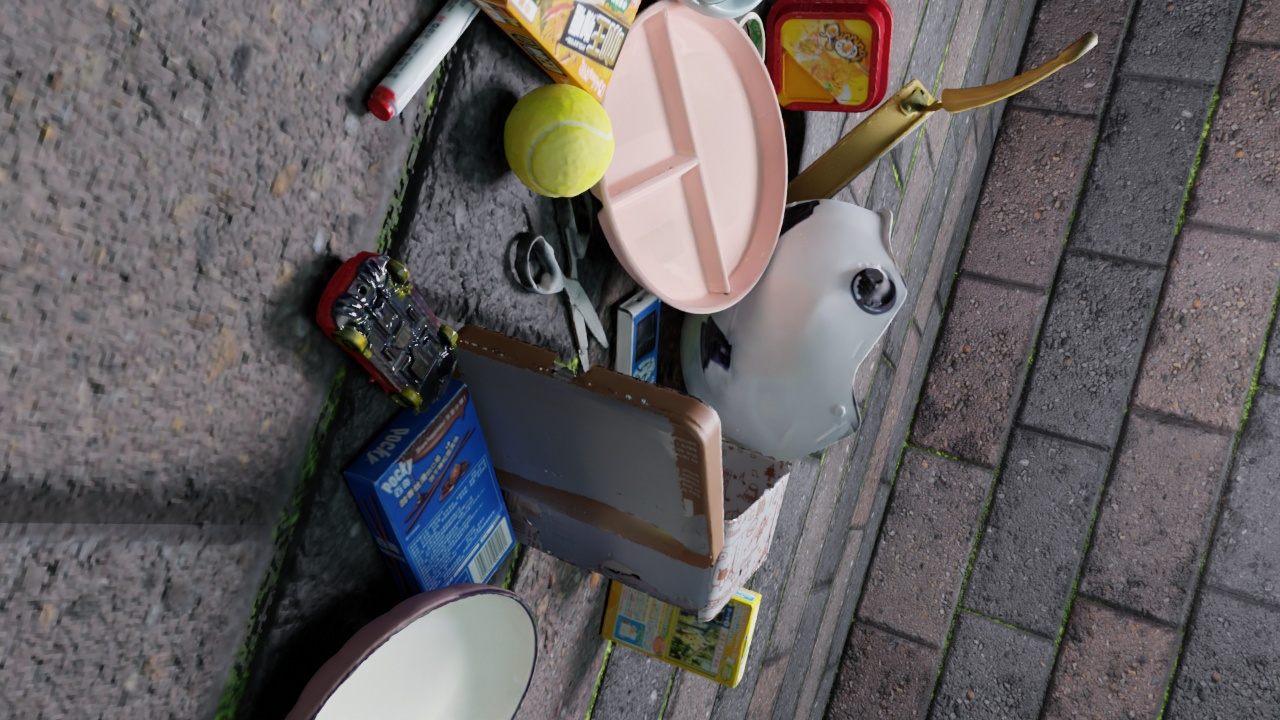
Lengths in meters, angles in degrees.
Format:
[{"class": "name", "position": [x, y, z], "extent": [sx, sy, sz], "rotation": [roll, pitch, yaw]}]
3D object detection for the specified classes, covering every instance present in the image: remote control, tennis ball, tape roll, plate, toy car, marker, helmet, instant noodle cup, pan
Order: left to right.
[{"class": "toy car", "position": [-0.129, -0.012, 0.480], "extent": [0.049, 0.031, 0.106], "rotation": [-63, 153, -21]}, {"class": "plate", "position": [-0.143, 0.212, 0.550], "extent": [0.191, 0.039, 0.193], "rotation": [-33, 138, -36]}, {"class": "marker", "position": [-0.095, -0.177, 0.471], "extent": [0.145, 0.017, 0.017], "rotation": [-62, 153, -25]}, {"class": "tennis ball", "position": [-0.048, -0.130, 0.542], "extent": [0.065, 0.065, 0.066], "rotation": [-44, 142, -48]}, {"class": "remote control", "position": [-0.005, 0.004, 0.771], "extent": [0.048, 0.024, 0.125], "rotation": [-40, 141, -51]}, {"class": "plate", "position": [0.039, -0.150, 0.687], "extent": [0.229, 0.028, 0.229], "rotation": [-4, 96, -48]}, {"class": "tape roll", "position": [0.089, -0.265, 0.817], "extent": [0.085, 0.014, 0.086], "rotation": [-45, 143, -48]}, {"class": "helmet", "position": [0.118, -0.041, 0.835], "extent": [0.229, 0.146, 0.258], "rotation": [160, -51, -78]}, {"class": "instant noodle cup", "position": [0.189, -0.317, 0.896], "extent": [0.123, 0.116, 0.116], "rotation": [-67, 157, -43]}, {"class": "pan", "position": [0.272, -0.231, 0.903], "extent": [0.197, 0.078, 0.359], "rotation": [-42, -177, -35]}]

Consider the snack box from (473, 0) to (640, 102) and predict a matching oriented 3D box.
[{"class": "snack box", "position": [-0.043, -0.207, 0.520], "extent": [0.075, 0.026, 0.153], "rotation": [-69, 164, 3]}]

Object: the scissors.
[{"class": "scissors", "position": [-0.051, -0.050, 0.657], "extent": [0.164, 0.014, 0.164], "rotation": [-23, 128, -63]}]

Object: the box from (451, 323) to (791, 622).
[{"class": "box", "position": [-0.014, 0.079, 0.610], "extent": [0.136, 0.180, 0.269], "rotation": [-67, 156, -11]}]

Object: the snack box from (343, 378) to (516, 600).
[{"class": "snack box", "position": [-0.123, 0.093, 0.566], "extent": [0.084, 0.026, 0.157], "rotation": [-53, 149, -38]}]

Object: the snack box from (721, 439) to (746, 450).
[{"class": "snack box", "position": [0.028, 0.137, 0.818], "extent": [0.105, 0.118, 0.118], "rotation": [-45, 141, -40]}]

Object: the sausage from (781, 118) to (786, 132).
[{"class": "sausage", "position": [0.107, -0.220, 0.876], "extent": [0.164, 0.021, 0.021], "rotation": [-29, 130, -58]}]

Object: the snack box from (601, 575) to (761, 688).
[{"class": "snack box", "position": [0.037, 0.242, 0.867], "extent": [0.033, 0.140, 0.087], "rotation": [-17, 119, -65]}]

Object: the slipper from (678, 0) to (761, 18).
[{"class": "slipper", "position": [0.033, -0.287, 0.556], "extent": [0.245, 0.074, 0.104], "rotation": [6, 111, -58]}]
